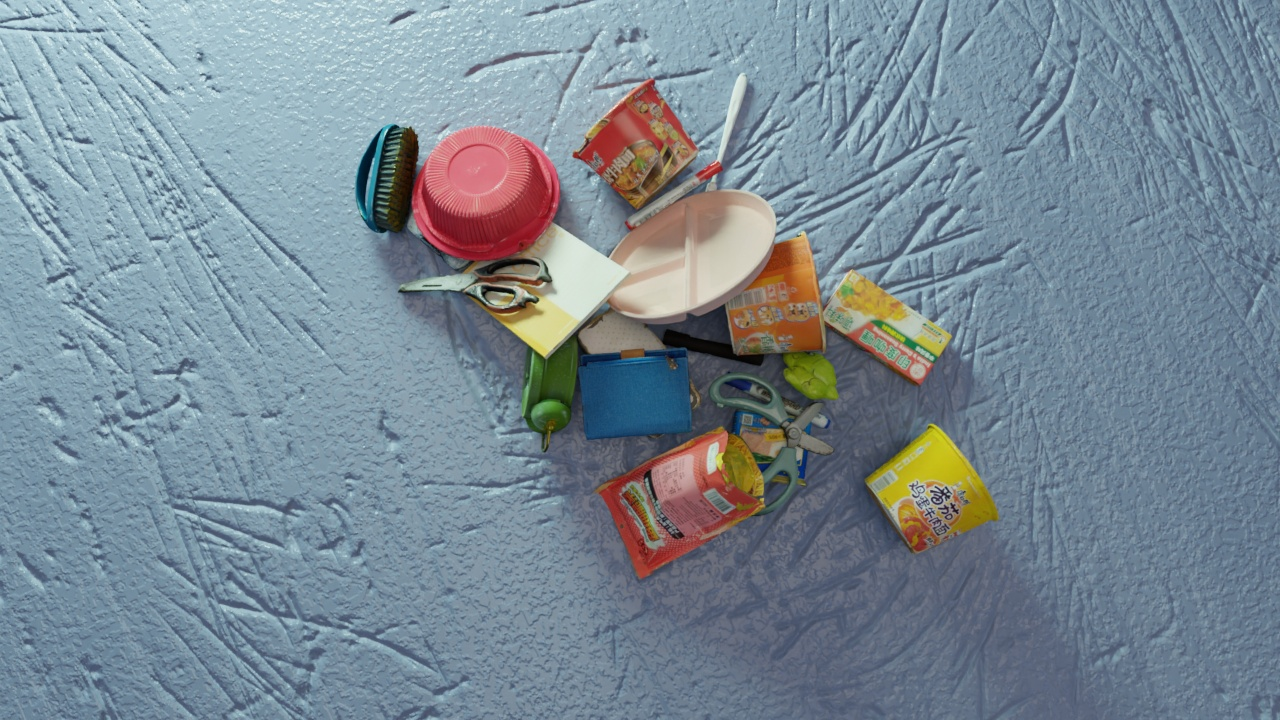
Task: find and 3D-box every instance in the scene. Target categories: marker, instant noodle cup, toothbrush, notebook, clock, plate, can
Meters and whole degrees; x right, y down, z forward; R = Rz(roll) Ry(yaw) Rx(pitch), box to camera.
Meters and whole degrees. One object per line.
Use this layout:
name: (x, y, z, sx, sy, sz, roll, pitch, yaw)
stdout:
marker: (0.043, -0.214, 1.189, 0.145, 0.017, 0.017, -33, 86, -1)
instant noodle cup: (0.160, -0.074, 1.132, 0.111, 0.151, 0.151, -10, 85, 6)
toothbrush: (0.114, -0.297, 1.212, 0.016, 0.016, 0.180, 16, 84, -1)
instant noodle cup: (0.002, -0.267, 1.155, 0.138, 0.138, 0.108, -43, 95, -4)
instant noodle cup: (0.348, 0.163, 1.118, 0.110, 0.138, 0.138, -34, 86, 4)
notebook: (-0.126, -0.100, 1.131, 0.145, 0.010, 0.206, -45, 52, -10)
clock: (-0.114, 0.033, 1.131, 0.056, 0.116, 0.161, 6, 82, -10)
plate: (0.059, -0.126, 1.118, 0.229, 0.229, 0.028, -35, 127, -4)
can: (0.161, 0.109, 1.154, 0.102, 0.057, 0.083, 9, 82, 1)
marker: (0.175, 0.052, 1.179, 0.146, 0.017, 0.017, 25, 85, 2)
marker: (0.094, -0.017, 1.183, 0.132, 0.020, 0.022, 13, 123, 1)
instant noodle cup: (-0.200, -0.224, 1.156, 0.194, 0.066, 0.193, -1, 69, 2)

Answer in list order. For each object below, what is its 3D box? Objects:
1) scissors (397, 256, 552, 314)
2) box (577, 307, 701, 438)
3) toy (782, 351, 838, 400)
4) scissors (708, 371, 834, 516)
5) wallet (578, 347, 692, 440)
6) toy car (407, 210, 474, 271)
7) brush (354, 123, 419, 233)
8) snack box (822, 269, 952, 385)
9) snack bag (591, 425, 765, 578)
scissors: (-0.216, -0.085, 1.143, 0.209, 0.015, 0.182, -31, 52, 3)
box: (-0.007, 0.007, 1.160, 0.089, 0.063, 0.184, -35, 84, -4)
toy: (0.213, 0.018, 1.149, 0.097, 0.099, 0.031, 36, 121, 24)
scissors: (0.142, 0.100, 1.118, 0.174, 0.019, 0.169, 31, 80, 4)
wallet: (-0.006, 0.039, 1.107, 0.133, 0.040, 0.106, -5, 94, 0)
toy car: (-0.257, -0.162, 1.188, 0.105, 0.031, 0.049, 40, 83, 5)
brush: (-0.331, -0.235, 1.184, 0.073, 0.055, 0.143, 6, 84, 17)
snack box: (0.314, -0.042, 1.184, 0.156, 0.027, 0.077, 34, 86, 3)
snack bag: (0.045, 0.169, 1.106, 0.208, 0.073, 0.128, -34, 81, 31)
